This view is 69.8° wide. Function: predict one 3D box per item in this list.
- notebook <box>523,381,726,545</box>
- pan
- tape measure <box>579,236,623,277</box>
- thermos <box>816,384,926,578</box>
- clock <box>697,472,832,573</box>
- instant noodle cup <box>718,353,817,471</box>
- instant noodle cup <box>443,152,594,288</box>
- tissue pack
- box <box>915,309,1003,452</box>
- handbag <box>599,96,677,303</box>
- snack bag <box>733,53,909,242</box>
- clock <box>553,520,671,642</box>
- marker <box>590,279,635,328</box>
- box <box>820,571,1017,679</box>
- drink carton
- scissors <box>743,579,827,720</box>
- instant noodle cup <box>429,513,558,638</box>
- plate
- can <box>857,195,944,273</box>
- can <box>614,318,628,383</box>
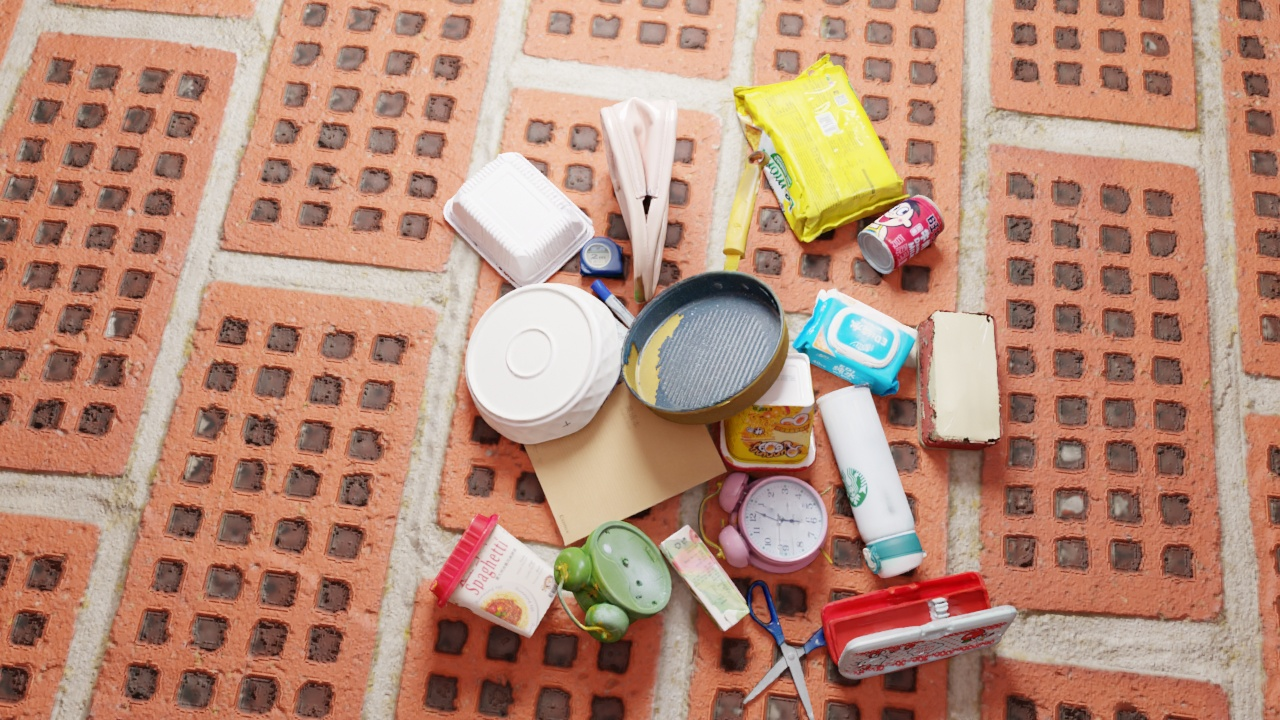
[{"bbox_3d":[-0.024,0.109,1.093,0.211,0.012,0.149,-25,80,5],"label":"notebook"},{"bbox_3d":[0.096,-0.091,1.070,0.198,0.078,0.356,6,59,32],"label":"pan"},{"bbox_3d":[-0.051,-0.133,1.195,0.058,0.025,0.054,0,72,-5],"label":"tape measure"},{"bbox_3d":[0.273,0.145,1.096,0.073,0.073,0.224,-14,75,-5],"label":"thermos"},{"bbox_3d":[0.147,0.190,1.085,0.158,0.060,0.117,2,73,2],"label":"clock"},{"bbox_3d":[0.154,0.057,1.077,0.116,0.124,0.115,2,52,-1],"label":"instant noodle cup"},{"bbox_3d":[-0.161,-0.191,1.193,0.138,0.060,0.173,-43,77,-12],"label":"instant noodle cup"},{"bbox_3d":[0.270,-0.023,1.147,0.140,0.063,0.090,27,75,7],"label":"tissue pack"},{"bbox_3d":[0.391,0.023,1.128,0.091,0.077,0.168,4,73,-1],"label":"box"},{"bbox_3d":[0.003,-0.187,1.136,0.093,0.193,0.234,-3,83,0],"label":"handbag"},{"bbox_3d":[0.240,-0.286,1.223,0.158,0.068,0.246,-21,74,-7],"label":"snack bag"},{"bbox_3d":[-0.034,0.248,1.025,0.056,0.160,0.116,-43,76,30],"label":"clock"},{"bbox_3d":[-0.011,-0.048,1.175,0.017,0.017,0.146,-41,78,-12],"label":"marker"},{"bbox_3d":[0.315,0.299,1.028,0.201,0.098,0.095,-10,79,-8],"label":"box"},{"bbox_3d":[0.075,0.252,1.068,0.045,0.053,0.122,-36,78,-11],"label":"drink carton"},{"bbox_3d":[0.181,0.333,1.068,0.162,0.012,0.173,-19,75,-7],"label":"scissors"},{"bbox_3d":[-0.160,0.247,1.042,0.124,0.117,0.116,32,75,-4],"label":"instant noodle cup"},{"bbox_3d":[-0.125,-0.004,1.108,0.205,0.045,0.204,-8,69,20],"label":"plate"},{"bbox_3d":[0.338,-0.164,1.188,0.093,0.066,0.066,-35,77,-11],"label":"can"},{"bbox_3d":[-0.007,0.007,1.137,0.147,0.058,0.058,40,77,10],"label":"can"}]
